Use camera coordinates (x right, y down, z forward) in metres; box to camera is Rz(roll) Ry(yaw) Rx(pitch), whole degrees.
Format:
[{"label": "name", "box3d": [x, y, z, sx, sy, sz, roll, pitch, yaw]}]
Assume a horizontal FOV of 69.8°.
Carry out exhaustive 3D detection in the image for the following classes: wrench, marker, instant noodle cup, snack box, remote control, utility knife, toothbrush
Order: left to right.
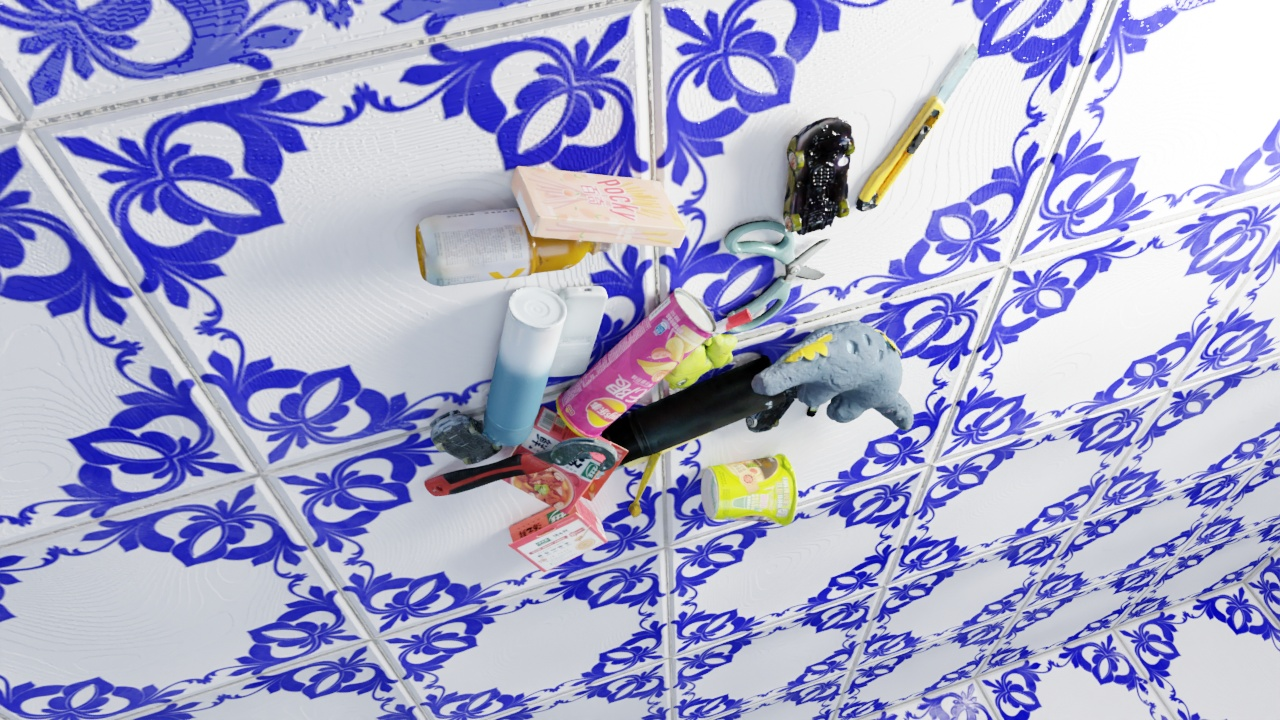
[{"label": "wrench", "box3d": [-0.158, 0.137, 1.158, 0.274, 0.016, 0.056, -13, 126, 20]}, {"label": "snack box", "box3d": [-0.126, 0.254, 1.361, 0.113, 0.044, 0.127, -26, 144, 5]}, {"label": "snack box", "box3d": [-0.099, 0.135, 1.184, 0.127, 0.044, 0.113, 28, 126, -7]}, {"label": "remote control", "box3d": [-0.077, -0.032, 1.058, 0.055, 0.020, 0.136, -5, 139, -23]}, {"label": "snack box", "box3d": [-0.040, -0.148, 0.886, 0.157, 0.084, 0.026, 0, 134, -27]}, {"label": "toothbrush", "box3d": [0.008, 0.181, 1.347, 0.015, 0.016, 0.191, -11, 147, -22]}, {"label": "utility knife", "box3d": [0.021, 0.129, 1.304, 0.204, 0.021, 0.031, -27, 139, -5]}, {"label": "marker", "box3d": [0.068, -0.028, 1.124, 0.145, 0.017, 0.017, -23, 143, 15]}, {"label": "instant noodle cup", "box3d": [0.160, 0.199, 1.396, 0.123, 0.111, 0.112, -1, 138, -15]}, {"label": "marker", "box3d": [0.259, 0.044, 1.328, 0.018, 0.015, 0.124, -10, 144, -13]}, {"label": "utility knife", "box3d": [0.299, -0.245, 0.994, 0.033, 0.015, 0.217, 1, 136, -32]}]

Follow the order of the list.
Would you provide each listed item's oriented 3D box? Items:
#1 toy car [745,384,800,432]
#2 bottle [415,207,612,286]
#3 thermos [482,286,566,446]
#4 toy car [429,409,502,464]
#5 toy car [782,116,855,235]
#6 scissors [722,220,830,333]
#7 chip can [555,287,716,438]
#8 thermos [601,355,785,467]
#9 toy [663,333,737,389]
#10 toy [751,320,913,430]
[{"label": "toy car", "box3d": [0.186, 0.062, 1.295, 0.048, 0.031, 0.106, 5, 133, -30]}, {"label": "bottle", "box3d": [-0.121, -0.115, 0.897, 0.189, 0.068, 0.068, -9, 140, -17]}, {"label": "thermos", "box3d": [-0.137, 0.014, 1.052, 0.070, 0.070, 0.221, -4, 140, -23]}, {"label": "toy car", "box3d": [-0.215, 0.096, 1.133, 0.054, 0.036, 0.120, -28, 152, 5]}, {"label": "toy car", "box3d": [0.188, -0.195, 0.977, 0.070, 0.042, 0.158, -16, 143, -9]}, {"label": "scissors", "box3d": [0.140, -0.097, 1.093, 0.171, 0.019, 0.170, 14, 128, -39]}, {"label": "chip can", "box3d": [-0.007, 0.006, 1.099, 0.211, 0.071, 0.071, -42, 139, 23]}, {"label": "thermos", "box3d": [0.068, 0.069, 1.229, 0.242, 0.068, 0.090, -22, 174, 2]}, {"label": "toy", "box3d": [0.072, -0.001, 1.164, 0.100, 0.031, 0.097, -13, 142, -19]}, {"label": "toy", "box3d": [0.281, 0.019, 1.227, 0.355, 0.091, 0.138, 18, 96, -43]}]
